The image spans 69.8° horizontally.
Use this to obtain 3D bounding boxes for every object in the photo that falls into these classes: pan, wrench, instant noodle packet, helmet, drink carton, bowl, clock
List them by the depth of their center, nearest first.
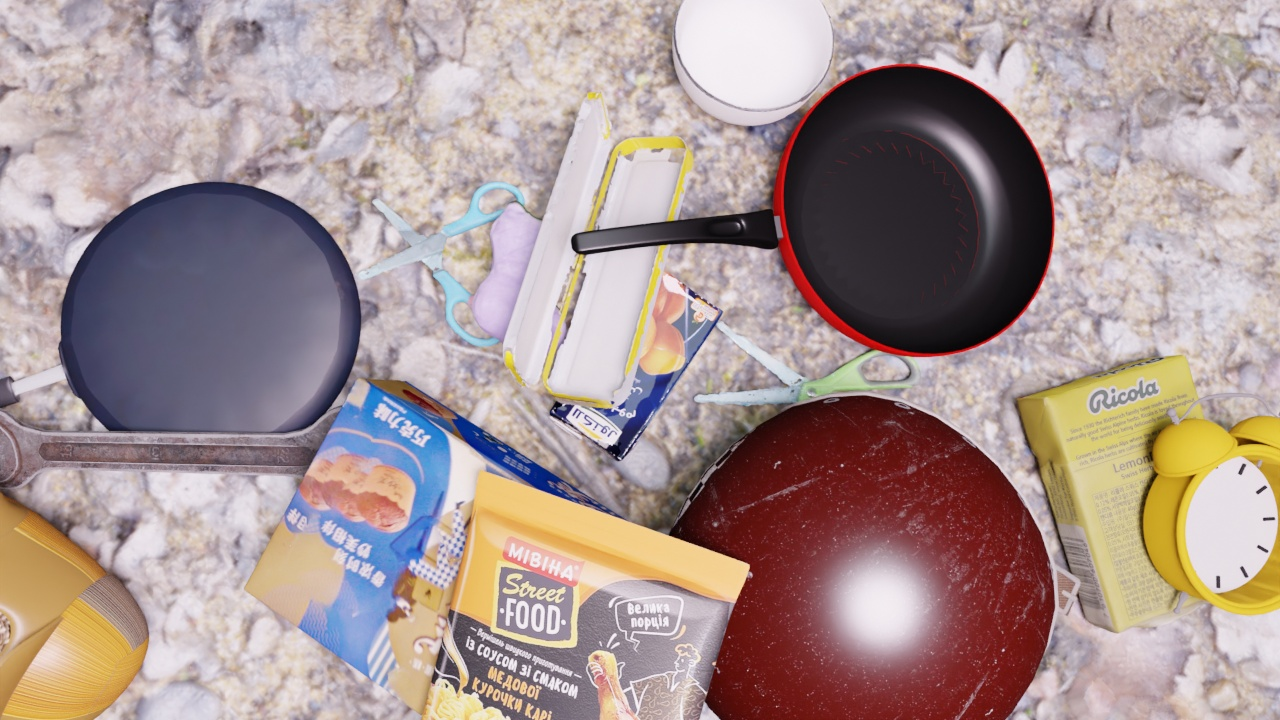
[{"bbox_3d":[-0.046,0.189,0.501,0.160,0.032,0.221,16,95,19],"label":"instant noodle packet"},{"bbox_3d":[0.137,0.140,0.570,0.234,0.253,0.233,-40,80,0],"label":"helmet"},{"bbox_3d":[-0.298,0.061,0.607,0.273,0.010,0.070,2,101,-11],"label":"wrench"},{"bbox_3d":[-0.369,0.000,0.623,0.356,0.021,0.198,-20,86,-7],"label":"pan"},{"bbox_3d":[0.404,0.098,0.628,0.113,0.052,0.152,-1,90,-10],"label":"clock"},{"bbox_3d":[0.124,-0.095,0.640,0.356,0.067,0.209,-8,86,-13],"label":"pan"},{"bbox_3d":[-0.004,0.004,0.646,0.064,0.040,0.130,35,82,0],"label":"drink carton"},{"bbox_3d":[0.077,-0.220,0.665,0.113,0.063,0.113,1,80,-3],"label":"bowl"}]

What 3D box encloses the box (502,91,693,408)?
[{"bbox_3d":[-0.021,-0.073,0.616,0.080,0.079,0.209,12,70,10],"label":"box"}]

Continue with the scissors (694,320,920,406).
[{"bbox_3d":[0.127,0.018,0.673,0.170,0.028,0.138,35,84,-5],"label":"scissors"}]

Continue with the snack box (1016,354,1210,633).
[{"bbox_3d":[0.360,0.097,0.669,0.121,0.045,0.181,-16,89,-10],"label":"snack box"}]

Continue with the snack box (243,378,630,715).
[{"bbox_3d":[-0.118,0.127,0.573,0.203,0.069,0.155,31,96,10],"label":"snack box"}]

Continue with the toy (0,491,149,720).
[{"bbox_3d":[-0.402,0.154,0.541,0.203,0.162,0.199,30,98,-12],"label":"toy"}]

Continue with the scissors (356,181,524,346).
[{"bbox_3d":[-0.130,-0.079,0.658,0.135,0.015,0.135,46,80,-5],"label":"scissors"}]

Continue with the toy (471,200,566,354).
[{"bbox_3d":[-0.078,-0.054,0.643,0.080,0.037,0.099,30,64,-34],"label":"toy"}]
